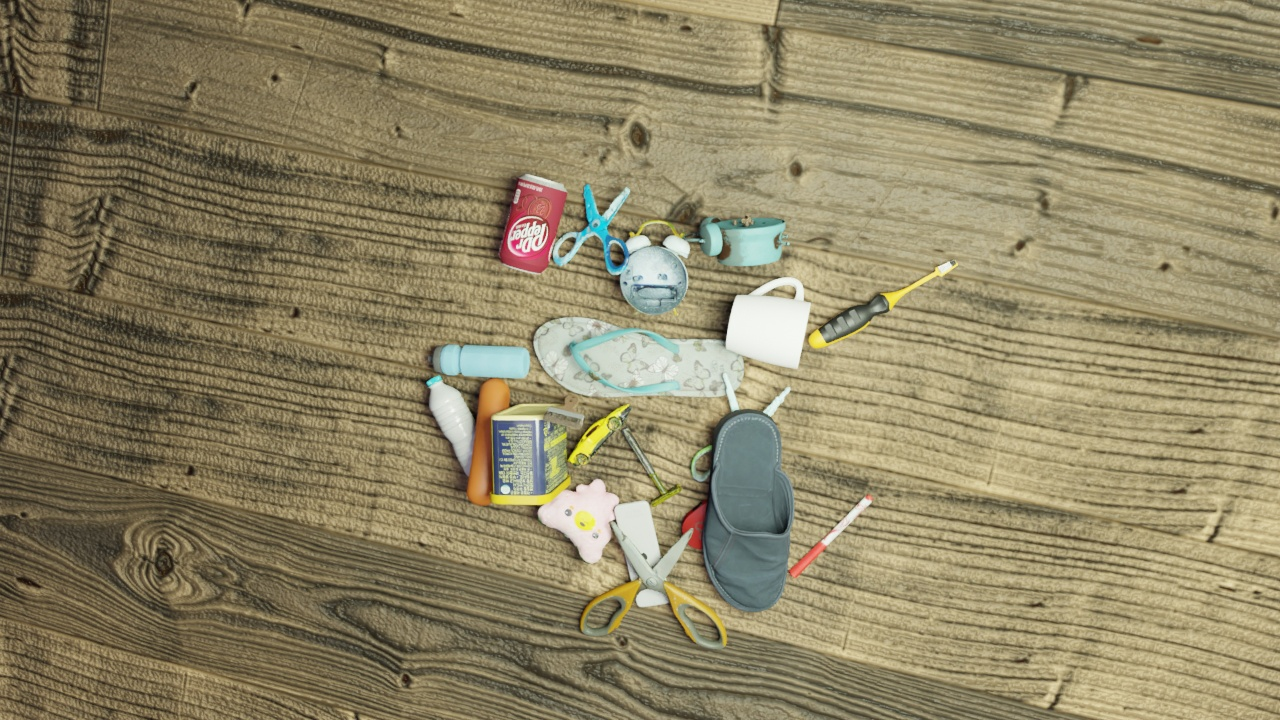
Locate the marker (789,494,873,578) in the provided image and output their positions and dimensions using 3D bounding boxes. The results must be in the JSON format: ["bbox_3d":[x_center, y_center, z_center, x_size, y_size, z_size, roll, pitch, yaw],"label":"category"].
[{"bbox_3d":[0.239,0.220,1.150,0.013,0.012,0.142,42,100,2],"label":"marker"}]

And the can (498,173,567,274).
[{"bbox_3d":[-0.133,-0.168,1.133,0.063,0.063,0.114,17,99,6],"label":"can"}]

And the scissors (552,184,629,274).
[{"bbox_3d":[-0.052,-0.153,1.126,0.134,0.011,0.140,-47,58,16],"label":"scissors"}]

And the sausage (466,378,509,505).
[{"bbox_3d":[-0.191,0.100,1.156,0.039,0.045,0.164,13,69,-23],"label":"sausage"}]

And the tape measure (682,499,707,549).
[{"bbox_3d":[0.078,0.209,1.167,0.051,0.019,0.059,-17,100,6],"label":"tape measure"}]

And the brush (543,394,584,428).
[{"bbox_3d":[-0.089,0.058,1.113,0.045,0.143,0.008,14,99,-2],"label":"brush"}]

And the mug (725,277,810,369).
[{"bbox_3d":[0.156,-0.052,1.104,0.088,0.081,0.114,12,68,10],"label":"mug"}]

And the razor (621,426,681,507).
[{"bbox_3d":[0.007,0.131,1.170,0.042,0.026,0.106,-33,87,13],"label":"razor"}]

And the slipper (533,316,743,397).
[{"bbox_3d":[-0.007,0.007,1.142,0.269,0.054,0.098,8,100,6],"label":"slipper"}]

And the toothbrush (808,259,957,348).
[{"bbox_3d":[0.290,-0.068,1.101,0.197,0.031,0.031,-30,76,7],"label":"toothbrush"}]

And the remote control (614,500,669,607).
[{"bbox_3d":[0.003,0.249,1.180,0.045,0.008,0.147,-10,104,9],"label":"remote control"}]

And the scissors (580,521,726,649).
[{"bbox_3d":[0.010,0.302,1.175,0.230,0.016,0.225,-33,102,21],"label":"scissors"}]

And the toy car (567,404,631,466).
[{"bbox_3d":[-0.051,0.093,1.160,0.030,0.049,0.107,45,99,4],"label":"toy car"}]

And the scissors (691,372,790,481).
[{"bbox_3d":[0.134,0.099,1.143,0.165,0.024,0.172,44,111,3],"label":"scissors"}]

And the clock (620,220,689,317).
[{"bbox_3d":[0.019,-0.112,1.121,0.083,0.057,0.117,3,97,9],"label":"clock"}]

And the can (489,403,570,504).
[{"bbox_3d":[-0.135,0.112,1.132,0.075,0.135,0.104,0,94,8],"label":"can"}]

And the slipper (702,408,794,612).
[{"bbox_3d":[0.133,0.197,1.111,0.109,0.083,0.266,-2,106,-2],"label":"slipper"}]

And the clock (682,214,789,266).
[{"bbox_3d":[0.112,-0.144,1.088,0.124,0.090,0.053,-2,106,8],"label":"clock"}]

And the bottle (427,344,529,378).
[{"bbox_3d":[-0.209,0.000,1.177,0.130,0.040,0.040,2,97,8],"label":"bottle"}]

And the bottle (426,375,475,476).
[{"bbox_3d":[-0.236,0.083,1.189,0.044,0.044,0.136,-28,92,11],"label":"bottle"}]

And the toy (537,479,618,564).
[{"bbox_3d":[-0.070,0.200,1.174,0.093,0.050,0.102,-44,99,-1],"label":"toy"}]
